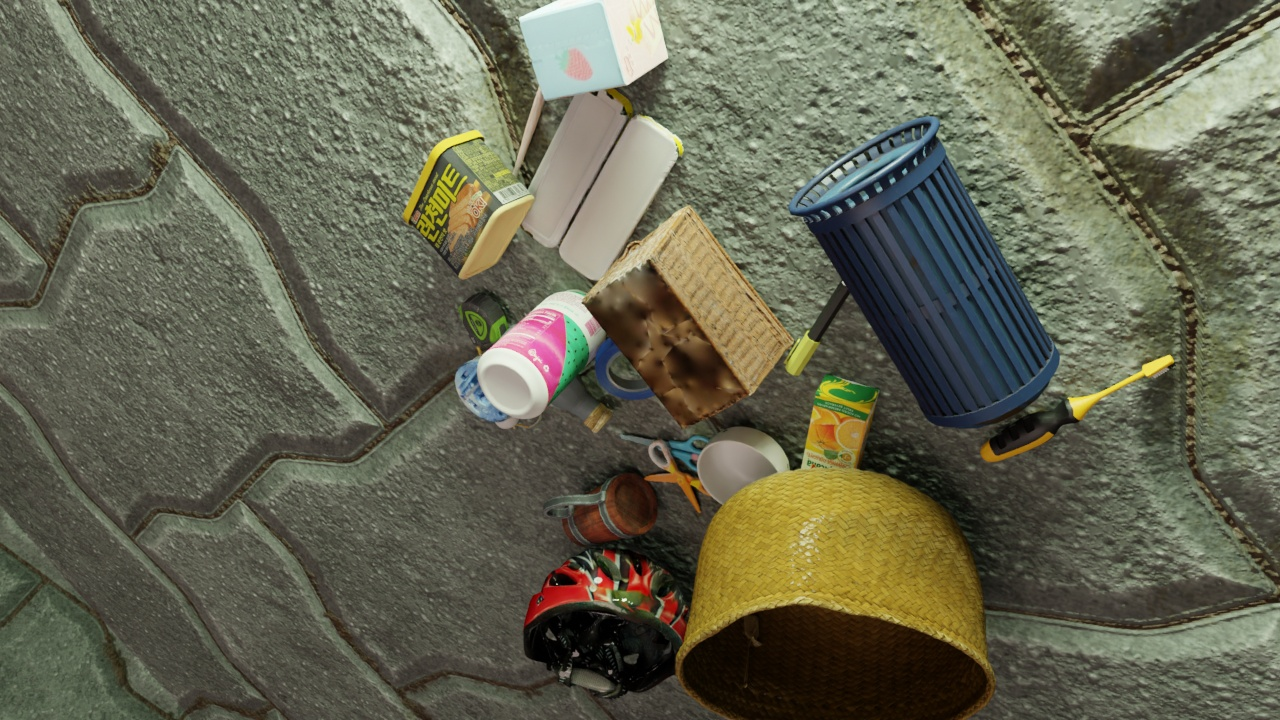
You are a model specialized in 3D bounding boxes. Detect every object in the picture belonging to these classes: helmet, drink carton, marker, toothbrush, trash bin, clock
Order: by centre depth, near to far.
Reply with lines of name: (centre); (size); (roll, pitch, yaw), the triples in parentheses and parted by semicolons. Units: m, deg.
trash bin: (0.254, -0.067, 0.803); (0.140, 0.138, 0.249); (-23, 108, 39)
toothbrush: (0.406, 0.047, 0.864); (0.031, 0.031, 0.197); (25, 135, -29)
marker: (0.183, -0.034, 0.945); (0.021, 0.017, 0.124); (32, 130, 7)
drink carton: (0.213, 0.082, 0.990); (0.058, 0.041, 0.123); (18, 128, 19)
toothbrush: (-0.127, -0.236, 0.992); (0.018, 0.015, 0.182); (39, 133, 10)
clock: (-0.180, 0.041, 1.185); (0.125, 0.051, 0.089); (45, 131, -3)
helmet: (-0.041, 0.344, 1.225); (0.217, 0.166, 0.273); (21, 143, -8)

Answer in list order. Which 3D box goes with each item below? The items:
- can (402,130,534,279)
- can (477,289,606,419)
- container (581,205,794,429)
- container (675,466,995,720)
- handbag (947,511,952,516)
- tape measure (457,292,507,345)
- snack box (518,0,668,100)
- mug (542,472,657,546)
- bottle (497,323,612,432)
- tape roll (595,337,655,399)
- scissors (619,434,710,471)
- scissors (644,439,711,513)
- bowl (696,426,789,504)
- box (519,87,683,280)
can: (-0.191, -0.170, 1.021); (0.101, 0.072, 0.131); (48, 135, 7)
can: (-0.106, -0.010, 1.030); (0.088, 0.165, 0.088); (15, 127, 21)
container: (0.048, -0.041, 0.956); (0.114, 0.112, 0.198); (-31, 103, 40)
container: (0.200, 0.259, 0.981); (0.307, 0.196, 0.308); (7, 135, 7)
handbag: (0.283, 0.167, 1.020); (0.120, 0.029, 0.055); (7, 126, 21)
tape measure: (-0.193, -0.053, 1.141); (0.059, 0.035, 0.066); (2, 125, 40)
snack box: (-0.041, -0.296, 0.847); (0.093, 0.094, 0.079); (-1, 120, 30)
mug: (-0.057, 0.193, 1.185); (0.117, 0.081, 0.111); (22, 146, -34)
bottle: (-0.105, 0.025, 1.123); (0.161, 0.046, 0.072); (40, 167, 0)
tape roll: (-0.006, 0.006, 1.053); (0.093, 0.016, 0.092); (10, 130, -14)
scissors: (0.034, 0.107, 1.131); (0.137, 0.015, 0.057); (9, 127, 20)
scissors: (0.052, 0.144, 1.139); (0.126, 0.011, 0.128); (-7, 124, 39)
bowl: (0.123, 0.122, 1.061); (0.105, 0.054, 0.105); (15, 125, 22)
box: (-0.049, -0.186, 0.976); (0.127, 0.023, 0.210); (39, 131, 4)
